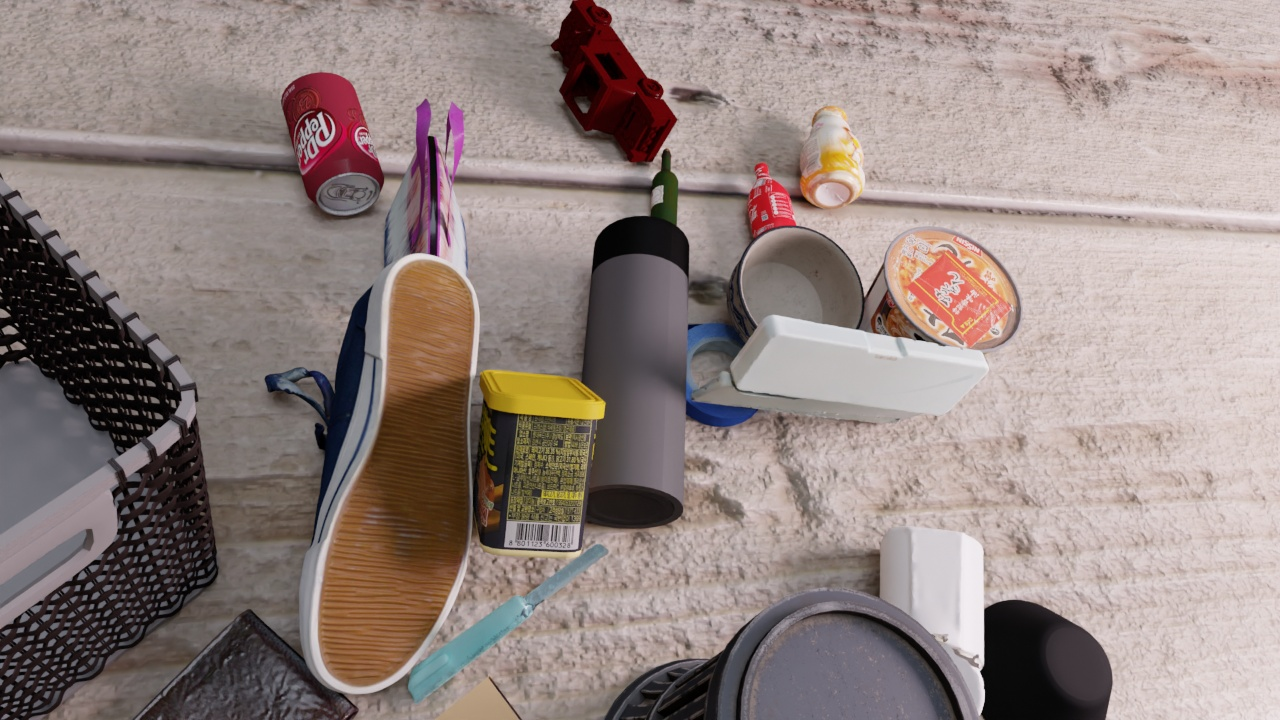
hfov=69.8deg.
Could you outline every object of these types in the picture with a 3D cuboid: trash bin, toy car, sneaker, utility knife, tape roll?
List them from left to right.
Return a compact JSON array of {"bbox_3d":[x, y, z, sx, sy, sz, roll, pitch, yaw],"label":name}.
[{"bbox_3d":[-0.192,0.075,0.636,0.120,0.128,0.294,20,63,-37],"label":"sneaker"},{"bbox_3d":[-0.087,0.164,0.580,0.169,0.015,0.022,-38,62,14],"label":"utility knife"},{"bbox_3d":[-0.037,-0.271,0.885,0.061,0.070,0.169,-16,65,-38],"label":"toy car"},{"bbox_3d":[0.067,0.011,0.780,0.091,0.016,0.092,6,59,-13],"label":"tape roll"},{"bbox_3d":[0.075,0.230,0.525,0.164,0.228,0.164,8,58,-13],"label":"trash bin"}]

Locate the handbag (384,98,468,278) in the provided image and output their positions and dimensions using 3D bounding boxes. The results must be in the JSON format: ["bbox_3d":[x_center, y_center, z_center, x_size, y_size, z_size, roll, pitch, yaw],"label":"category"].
[{"bbox_3d":[-0.159,-0.126,0.701,0.068,0.170,0.144,1,60,-16],"label":"handbag"}]

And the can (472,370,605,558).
[{"bbox_3d":[-0.074,0.066,0.621,0.072,0.131,0.101,6,95,-14],"label":"can"}]

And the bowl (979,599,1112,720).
[{"bbox_3d":[0.317,0.237,0.700,0.124,0.053,0.123,8,58,-13],"label":"bowl"}]

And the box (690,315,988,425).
[{"bbox_3d":[0.154,0.021,0.714,0.197,0.136,0.043,9,59,-22],"label":"box"}]

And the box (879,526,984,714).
[{"bbox_3d":[0.211,0.198,0.671,0.081,0.092,0.160,5,59,9],"label":"box"}]

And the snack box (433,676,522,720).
[{"bbox_3d":[-0.084,0.244,0.530,0.040,0.126,0.088,-33,74,-30],"label":"snack box"}]

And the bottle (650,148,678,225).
[{"bbox_3d":[0.023,-0.159,0.864,0.025,0.025,0.105,10,58,-11],"label":"bottle"}]

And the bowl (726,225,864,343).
[{"bbox_3d":[0.125,-0.050,0.781,0.115,0.059,0.115,5,72,-17],"label":"bowl"}]

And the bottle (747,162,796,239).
[{"bbox_3d":[0.125,-0.129,0.867,0.042,0.042,0.141,2,60,-16],"label":"bottle"}]

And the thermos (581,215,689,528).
[{"bbox_3d":[-0.004,0.004,0.724,0.082,0.082,0.239,10,58,-11],"label":"thermos"}]

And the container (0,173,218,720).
[{"bbox_3d":[-0.388,0.067,0.473,0.245,0.244,0.246,42,57,10],"label":"container"}]

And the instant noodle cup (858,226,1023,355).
[{"bbox_3d":[0.239,-0.030,0.793,0.123,0.122,0.123,8,58,-13],"label":"instant noodle cup"}]

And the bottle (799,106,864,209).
[{"bbox_3d":[0.192,-0.206,0.922,0.063,0.063,0.108,12,57,-10],"label":"bottle"}]

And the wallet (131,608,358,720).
[{"bbox_3d":[-0.248,0.226,0.551,0.099,0.031,0.119,37,58,11],"label":"wallet"}]

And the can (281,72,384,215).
[{"bbox_3d":[-0.258,-0.182,0.770,0.063,0.063,0.114,-13,65,-23],"label":"can"}]
